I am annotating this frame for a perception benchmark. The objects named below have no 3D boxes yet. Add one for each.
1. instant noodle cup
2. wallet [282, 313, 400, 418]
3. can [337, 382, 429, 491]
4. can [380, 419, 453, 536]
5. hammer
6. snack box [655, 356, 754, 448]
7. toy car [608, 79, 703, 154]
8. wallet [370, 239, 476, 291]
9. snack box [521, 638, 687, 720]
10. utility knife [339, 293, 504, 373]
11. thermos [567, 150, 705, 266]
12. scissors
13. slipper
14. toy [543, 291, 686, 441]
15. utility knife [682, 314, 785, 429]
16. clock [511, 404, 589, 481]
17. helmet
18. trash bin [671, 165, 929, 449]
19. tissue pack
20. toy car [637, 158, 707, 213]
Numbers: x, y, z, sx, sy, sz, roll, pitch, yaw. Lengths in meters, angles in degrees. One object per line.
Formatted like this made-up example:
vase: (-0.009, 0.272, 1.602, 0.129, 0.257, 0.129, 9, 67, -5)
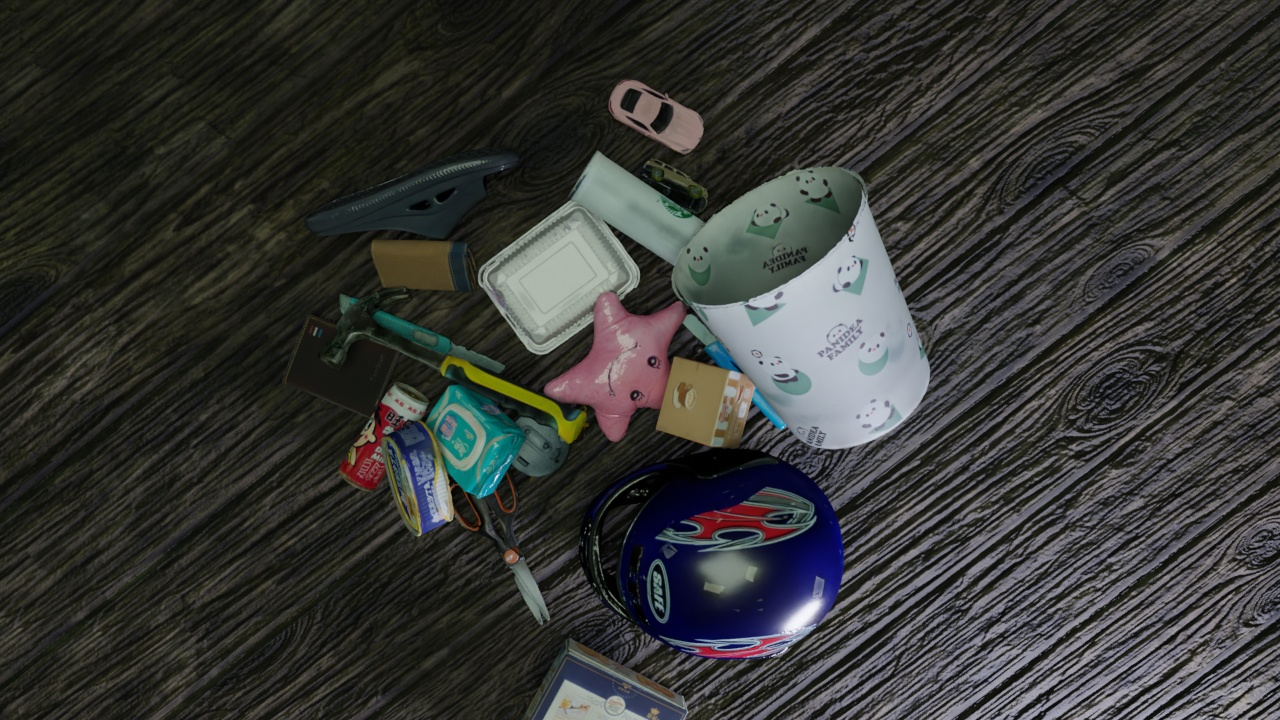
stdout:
instant noodle cup: (-0.100, -0.101, 1.126, 0.173, 0.060, 0.138, -36, 97, 4)
wallet: (-0.374, 0.008, 1.149, 0.122, 0.020, 0.096, 23, 95, -7)
can: (-0.319, 0.095, 1.143, 0.053, 0.053, 0.133, 33, 95, -6)
can: (-0.272, 0.145, 1.122, 0.049, 0.075, 0.148, -26, 127, -31)
hammer: (-0.213, 0.010, 1.095, 0.323, 0.032, 0.126, 24, 67, 9)
snack box: (0.081, 0.052, 1.118, 0.077, 0.094, 0.093, 15, 91, 28)
toy car: (0.020, -0.298, 1.119, 0.122, 0.037, 0.056, 26, 97, -6)
wallet: (-0.260, -0.114, 1.110, 0.115, 0.090, 0.033, 0, 63, -2)
snack box: (-0.059, 0.487, 1.205, 0.178, 0.046, 0.182, 28, 95, -5)
utility knife: (-0.275, -0.030, 1.150, 0.223, 0.013, 0.029, 22, 95, -5)
thermos: (0.025, -0.166, 1.112, 0.224, 0.073, 0.073, 32, 94, -11)
scissors: (-0.159, 0.233, 1.182, 0.235, 0.021, 0.143, 43, 93, -6)
slipper: (-0.263, -0.185, 1.096, 0.268, 0.110, 0.083, -18, 112, 5)
toy: (-0.007, 0.007, 1.134, 0.178, 0.074, 0.194, 31, 94, -25)
utility knife: (0.122, 0.010, 1.169, 0.194, 0.018, 0.034, 44, 94, -5)
clock: (-0.119, 0.091, 1.150, 0.082, 0.055, 0.122, 41, 93, -5)
helmet: (0.081, 0.231, 1.082, 0.315, 0.240, 0.247, -5, 97, 0)
trash bin: (0.196, -0.049, 1.039, 0.229, 0.229, 0.252, -36, 120, 2)
tissue pack: (-0.204, 0.096, 1.118, 0.133, 0.050, 0.093, 38, 101, 33)
toy car: (0.042, -0.213, 1.125, 0.090, 0.042, 0.035, 28, 60, -1)
